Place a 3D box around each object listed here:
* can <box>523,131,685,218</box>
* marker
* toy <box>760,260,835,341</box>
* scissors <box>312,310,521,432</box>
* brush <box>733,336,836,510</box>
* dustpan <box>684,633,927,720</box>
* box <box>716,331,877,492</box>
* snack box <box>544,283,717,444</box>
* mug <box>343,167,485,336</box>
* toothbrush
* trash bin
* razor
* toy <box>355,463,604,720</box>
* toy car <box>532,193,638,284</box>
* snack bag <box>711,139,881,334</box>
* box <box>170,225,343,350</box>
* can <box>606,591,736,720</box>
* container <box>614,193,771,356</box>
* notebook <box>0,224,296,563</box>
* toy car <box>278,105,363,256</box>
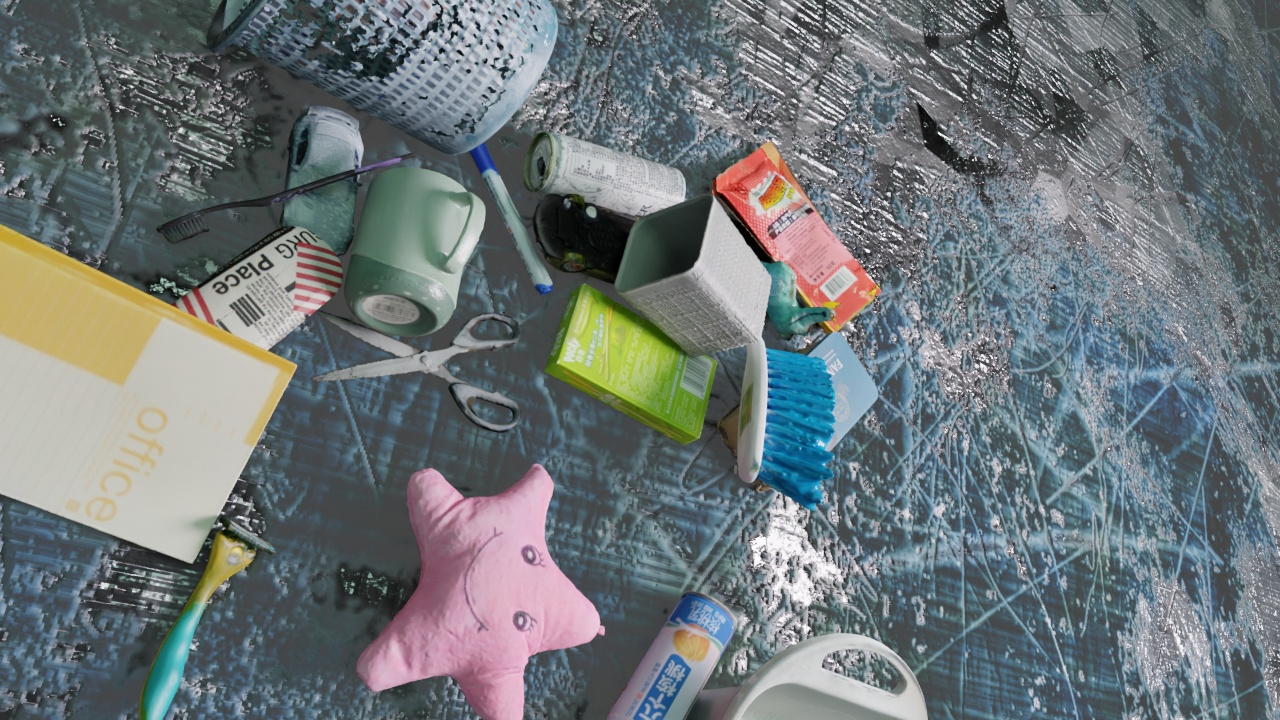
[{"bbox_3d":[-0.031,-0.166,0.850,0.146,0.058,0.058,9,68,-33],"label":"can"},{"bbox_3d":[-0.113,-0.125,0.803,0.016,0.017,0.146,-25,88,-39],"label":"marker"},{"bbox_3d":[0.149,-0.061,0.931,0.030,0.097,0.092,-40,116,-38],"label":"toy"},{"bbox_3d":[-0.163,0.000,0.723,0.178,0.014,0.159,47,53,-10],"label":"scissors"},{"bbox_3d":[0.118,-0.010,0.846,0.109,0.061,0.313,14,47,-4],"label":"brush"},{"bbox_3d":[0.124,0.350,0.714,0.222,0.143,0.257,26,58,-25],"label":"dustpan"},{"bbox_3d":[0.160,0.046,0.904,0.183,0.061,0.090,-40,97,-36],"label":"box"},{"bbox_3d":[-0.005,0.005,0.824,0.156,0.026,0.085,29,58,-24],"label":"snack box"},{"bbox_3d":[-0.163,-0.082,0.687,0.082,0.112,0.106,39,45,-45],"label":"mug"},{"bbox_3d":[-0.254,-0.121,0.671,0.188,0.014,0.017,-23,99,-19],"label":"toothbrush"},{"bbox_3d":[-0.180,-0.271,0.703,0.195,0.227,0.226,34,56,-35],"label":"trash bin"},{"bbox_3d":[-0.277,0.165,0.571,0.043,0.028,0.132,56,40,-46],"label":"razor"},{"bbox_3d":[-0.101,0.162,0.666,0.178,0.075,0.194,26,59,-26],"label":"toy"},{"bbox_3d":[-0.033,-0.105,0.834,0.158,0.042,0.070,15,66,-38],"label":"toy car"},{"bbox_3d":[0.166,-0.131,0.978,0.208,0.073,0.128,51,47,-2],"label":"snack bag"},{"bbox_3d":[-0.279,-0.031,0.636,0.070,0.056,0.163,43,58,2],"label":"box"},{"bbox_3d":[0.024,0.253,0.734,0.053,0.053,0.134,48,53,-11],"label":"can"},{"bbox_3d":[0.052,-0.069,0.810,0.114,0.090,0.090,43,48,-36],"label":"container"},{"bbox_3d":[-0.341,0.021,0.563,0.206,0.010,0.145,30,77,-23],"label":"notebook"},{"bbox_3d":[-0.244,-0.137,0.704,0.054,0.037,0.120,12,69,-32],"label":"toy car"}]
